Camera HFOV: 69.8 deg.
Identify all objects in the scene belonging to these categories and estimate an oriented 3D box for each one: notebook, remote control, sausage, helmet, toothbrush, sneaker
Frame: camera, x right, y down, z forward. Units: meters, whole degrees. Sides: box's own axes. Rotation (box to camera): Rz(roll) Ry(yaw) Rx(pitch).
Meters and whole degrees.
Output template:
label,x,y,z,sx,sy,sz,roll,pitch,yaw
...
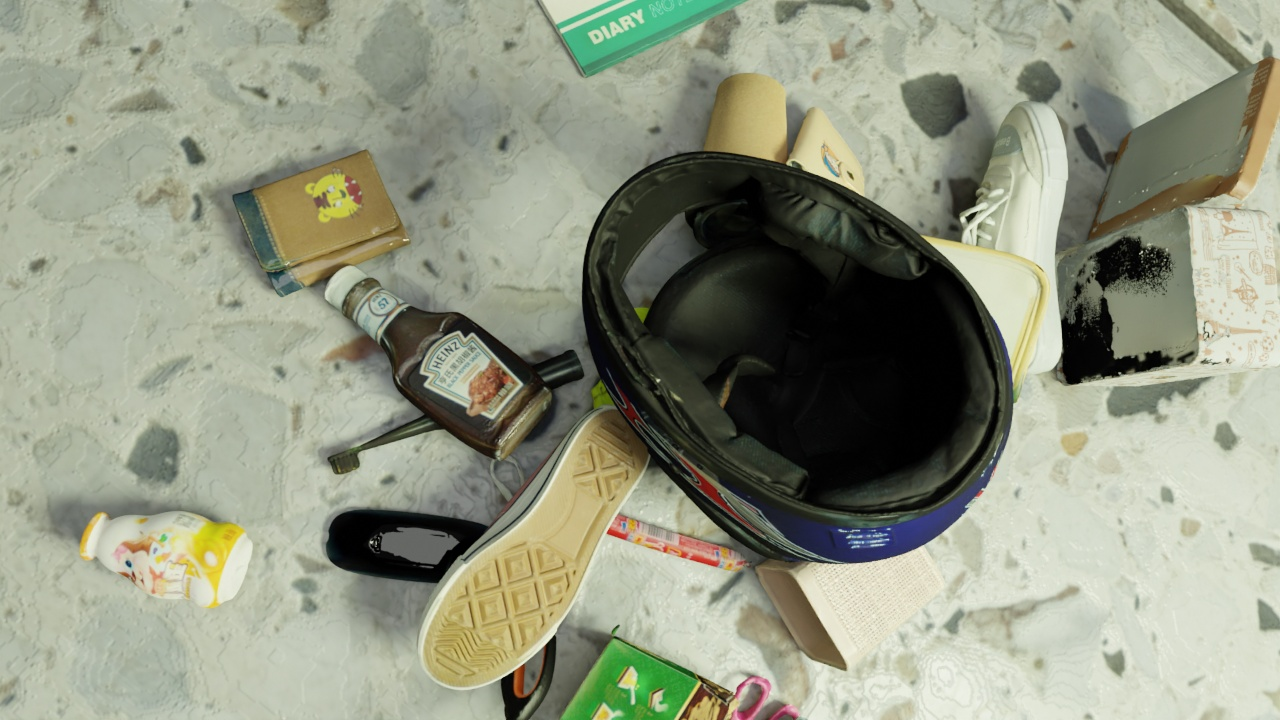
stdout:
label,x,y,z,sx,sy,sz,roll,pitch,yaw
notebook,0.002,-0.362,0.833,0.209,0.012,0.150,-30,88,-13
remote control,-0.176,0.146,0.717,0.136,0.024,0.053,8,81,-9
sausage,0.019,0.148,0.753,0.156,0.020,0.020,18,79,-7
helmet,0.104,0.003,0.672,0.315,0.240,0.247,36,84,4
toothbrush,-0.147,0.042,0.737,0.212,0.026,0.027,-23,78,-12
sneaker,-0.081,0.137,0.702,0.118,0.088,0.240,38,76,-10
sneaker,0.317,-0.109,0.816,0.090,0.089,0.242,2,87,-5

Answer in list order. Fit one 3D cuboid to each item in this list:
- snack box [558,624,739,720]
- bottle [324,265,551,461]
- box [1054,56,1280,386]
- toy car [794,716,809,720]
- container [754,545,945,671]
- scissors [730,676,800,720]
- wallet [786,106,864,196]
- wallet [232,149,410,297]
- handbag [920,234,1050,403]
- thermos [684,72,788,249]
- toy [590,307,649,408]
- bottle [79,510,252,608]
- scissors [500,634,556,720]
label,x,y,z,sx,sy,sz,roll,pitch,yaw
snack box,-0.003,0.273,0.692,0.105,0.118,0.117,33,76,9
bottle,-0.163,-0.006,0.716,0.195,0.044,0.079,36,69,10
box,0.453,-0.111,0.790,0.110,0.179,0.259,3,83,-10
toy car,0.101,0.336,0.726,0.120,0.037,0.054,-44,116,-3
container,0.170,0.177,0.742,0.110,0.090,0.090,-31,88,-16
scissors,0.065,0.312,0.739,0.137,0.017,0.073,-36,99,-10
wallet,0.165,-0.163,0.790,0.087,0.024,0.114,48,36,-17
wallet,-0.256,-0.112,0.740,0.115,0.033,0.090,-24,85,-16
handbag,0.242,-0.014,0.775,0.163,0.063,0.179,16,105,21
thermos,0.088,-0.167,0.783,0.093,0.093,0.143,9,71,-9
toy,-0.005,0.004,0.765,0.096,0.031,0.100,29,81,-9
bottle,-0.345,0.140,0.669,0.108,0.063,0.063,16,79,-7
scissors,-0.105,0.280,0.646,0.022,0.235,0.220,60,32,-31
